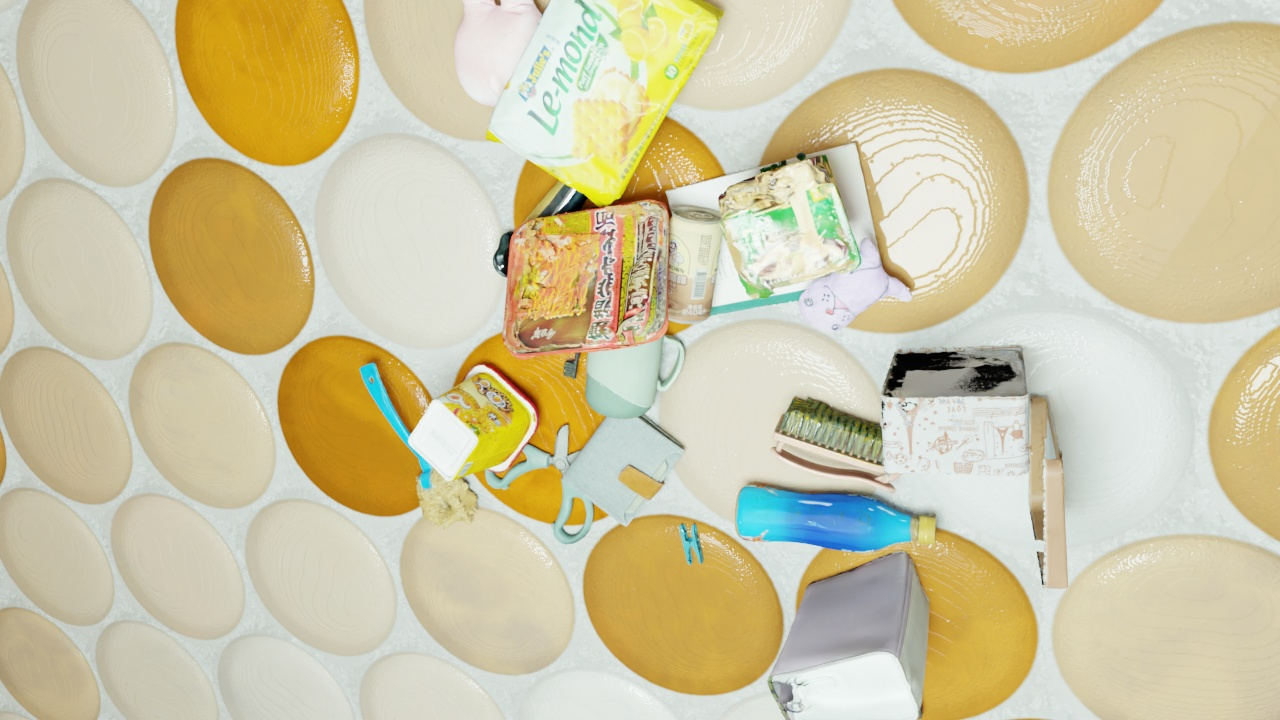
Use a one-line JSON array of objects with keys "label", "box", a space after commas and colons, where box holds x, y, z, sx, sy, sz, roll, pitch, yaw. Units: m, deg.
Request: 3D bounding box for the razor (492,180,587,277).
[{"label": "razor", "box": [-0.106, -0.162, 1.043, 0.168, 0.062, 0.067, -48, 57, 23]}]

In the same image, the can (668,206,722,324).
[{"label": "can", "box": [0.054, -0.102, 0.984, 0.058, 0.058, 0.116, 14, 116, 15]}]

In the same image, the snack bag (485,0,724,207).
[{"label": "snack bag", "box": [-0.038, -0.292, 0.936, 0.158, 0.068, 0.247, 30, 113, -8]}]

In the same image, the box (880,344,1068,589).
[{"label": "box", "box": [0.323, 0.094, 0.901, 0.158, 0.180, 0.198, -3, 107, 20]}]

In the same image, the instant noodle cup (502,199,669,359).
[{"label": "instant noodle cup", "box": [-0.051, -0.077, 0.975, 0.189, 0.079, 0.164, -5, 68, 20]}]

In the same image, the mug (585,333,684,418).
[{"label": "mug", "box": [-0.006, 0.006, 1.053, 0.111, 0.082, 0.106, 1, 112, -13]}]

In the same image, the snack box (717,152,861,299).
[{"label": "snack box", "box": [0.153, -0.141, 0.903, 0.118, 0.105, 0.117, -15, 108, 27]}]

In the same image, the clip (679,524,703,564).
[{"label": "clip", "box": [0.063, 0.228, 1.140, 0.045, 0.014, 0.057, -9, 104, 21]}]

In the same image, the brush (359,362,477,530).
[{"label": "brush", "box": [-0.298, 0.117, 1.211, 0.083, 0.045, 0.255, -19, 107, 29]}]

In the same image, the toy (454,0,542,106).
[{"label": "toy", "box": [-0.146, -0.350, 0.981, 0.121, 0.054, 0.160, 1, 115, 13]}]

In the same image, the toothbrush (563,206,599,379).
[{"label": "toothbrush", "box": [-0.065, -0.074, 1.070, 0.027, 0.026, 0.213, 13, 114, 2]}]

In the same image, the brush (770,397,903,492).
[{"label": "brush", "box": [0.219, 0.096, 1.006, 0.146, 0.063, 0.073, 18, 110, 12]}]

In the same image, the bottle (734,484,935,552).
[{"label": "bottle", "box": [0.218, 0.182, 1.034, 0.219, 0.065, 0.065, 3, 110, 20]}]

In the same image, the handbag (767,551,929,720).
[{"label": "handbag", "box": [0.234, 0.308, 1.002, 0.145, 0.196, 0.098, -16, 102, 25]}]

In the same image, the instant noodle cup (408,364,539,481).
[{"label": "instant noodle cup", "box": [-0.206, 0.081, 1.116, 0.116, 0.123, 0.116, 42, 114, 11]}]

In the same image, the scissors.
[{"label": "scissors", "box": [-0.113, 0.167, 1.181, 0.171, 0.019, 0.181, -20, 100, 24]}]

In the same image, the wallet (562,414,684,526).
[{"label": "wallet", "box": [-0.021, 0.128, 1.113, 0.106, 0.037, 0.130, 38, 111, 3]}]

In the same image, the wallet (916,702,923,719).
[{"label": "wallet", "box": [0.273, 0.391, 1.112, 0.125, 0.032, 0.101, -9, 108, 24]}]

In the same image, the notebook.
[{"label": "notebook", "box": [0.141, -0.133, 0.977, 0.209, 0.012, 0.150, -9, 107, 24]}]

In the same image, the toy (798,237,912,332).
[{"label": "toy", "box": [0.215, -0.068, 0.948, 0.108, 0.038, 0.084, -36, 107, 29]}]
